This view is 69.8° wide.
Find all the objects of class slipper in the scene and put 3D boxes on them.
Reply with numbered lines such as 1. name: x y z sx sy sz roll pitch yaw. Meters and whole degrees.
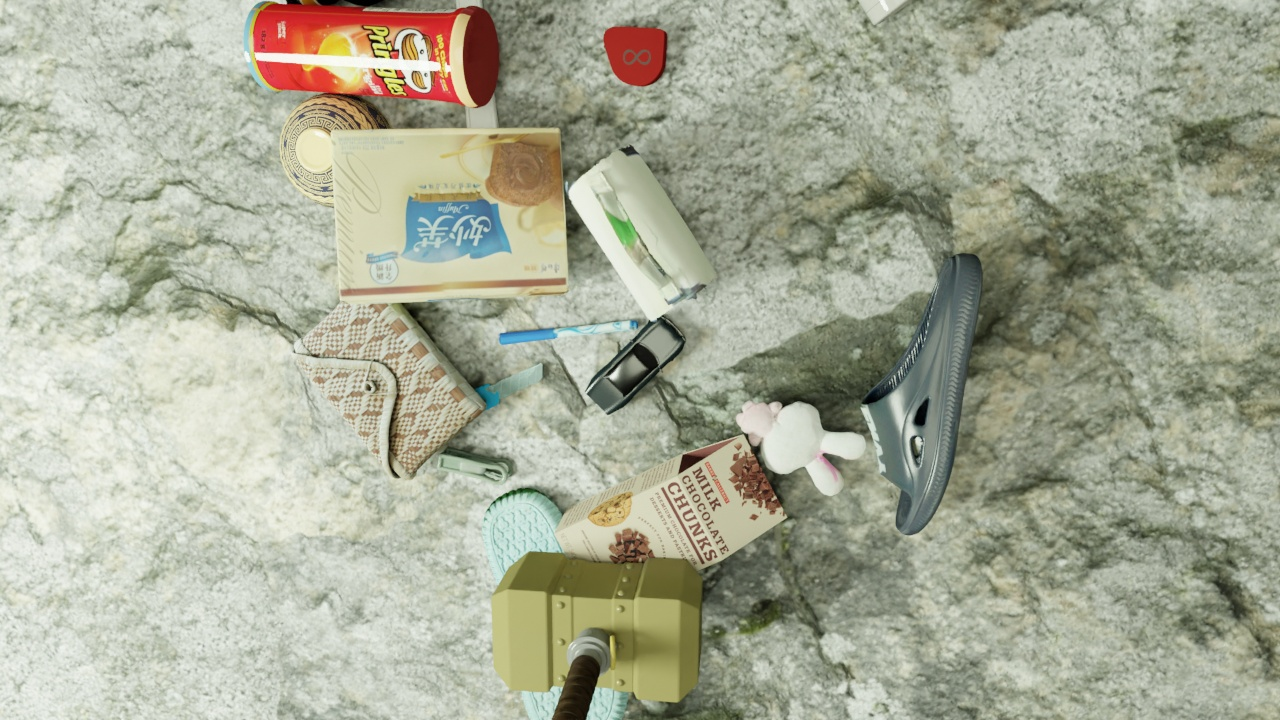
1. slipper: 0.249 0.031 0.843 0.083 0.110 0.268 10 100 8
2. slipper: -0.088 0.266 0.958 0.116 0.069 0.276 -21 84 10

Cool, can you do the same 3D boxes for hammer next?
1. hammer: -0.053 0.273 0.746 0.190 0.324 0.101 2 102 7

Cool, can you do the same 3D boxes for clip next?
1. clip: -0.172 0.110 0.953 0.076 0.043 0.023 13 105 4

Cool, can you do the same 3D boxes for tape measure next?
1. tape measure: -0.006 -0.282 0.853 0.059 0.019 0.051 8 105 13

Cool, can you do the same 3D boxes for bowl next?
1. bowl: -0.300 -0.202 0.886 0.112 0.061 0.112 2 102 7

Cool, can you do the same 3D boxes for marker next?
1. marker: -0.073 -0.029 0.919 0.142 0.013 0.013 -6 101 9

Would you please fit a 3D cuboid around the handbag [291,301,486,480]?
1. handbag: -0.257 0.019 0.927 0.124 0.047 0.186 -41 88 10

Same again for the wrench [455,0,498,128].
1. wrench: -0.158 -0.296 0.871 0.066 0.018 0.273 -3 103 8

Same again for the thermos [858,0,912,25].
1. thermos: 0.164 -0.399 0.789 0.052 0.052 0.224 -33 96 12

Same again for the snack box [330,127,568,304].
1. snack box: -0.172 -0.133 0.846 0.207 0.055 0.153 -3 90 -10

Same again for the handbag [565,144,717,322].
1. handbag: -0.006 -0.108 0.809 0.074 0.175 0.151 -32 97 14

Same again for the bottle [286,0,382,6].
1. bottle: -0.253 -0.359 0.843 0.182 0.059 0.059 -11 100 25

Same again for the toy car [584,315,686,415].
1. toy car: -0.006 0.005 0.906 0.046 0.034 0.112 45 103 -3

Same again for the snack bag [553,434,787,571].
1. snack bag: 0.031 0.158 0.915 0.206 0.069 0.094 -27 98 12

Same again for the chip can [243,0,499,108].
1. chip can: -0.244 -0.282 0.839 0.213 0.087 0.087 7 103 12

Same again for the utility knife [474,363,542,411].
1. utility knife: -0.190 0.049 0.950 0.207 0.015 0.031 -25 102 10

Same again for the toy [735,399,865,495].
1. toy: 0.152 0.078 0.899 0.125 0.037 0.076 26 108 4
